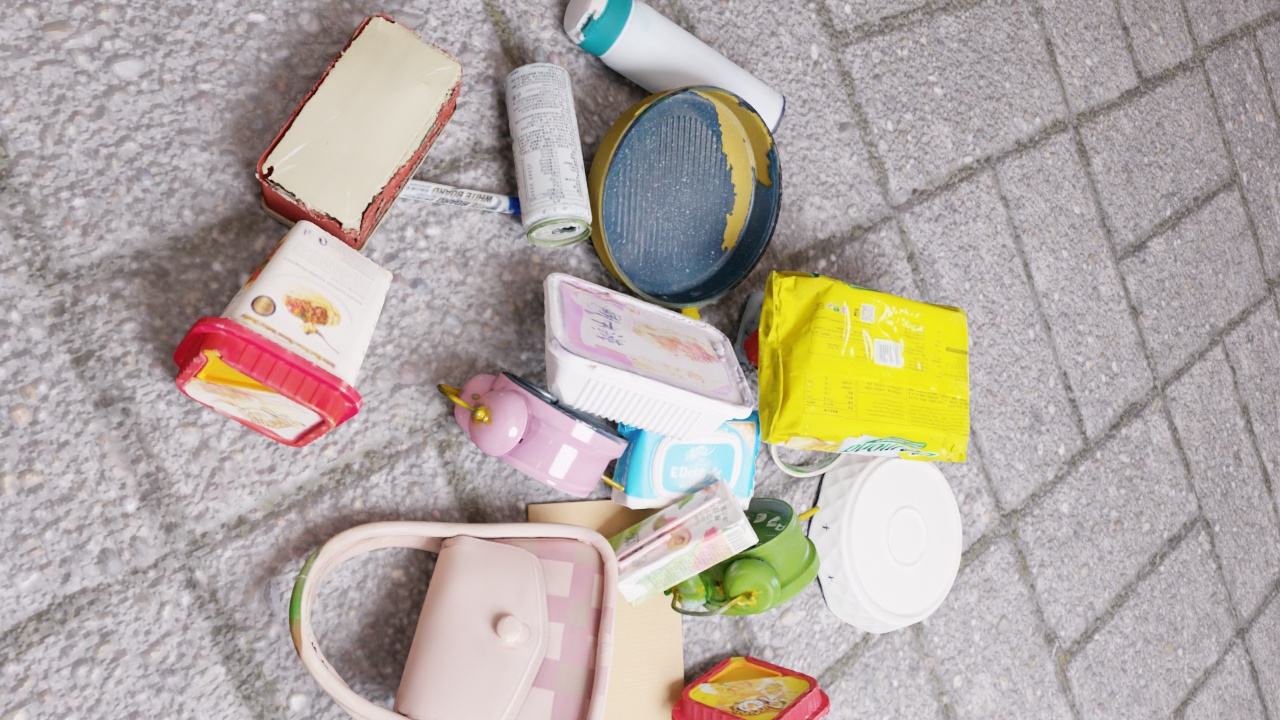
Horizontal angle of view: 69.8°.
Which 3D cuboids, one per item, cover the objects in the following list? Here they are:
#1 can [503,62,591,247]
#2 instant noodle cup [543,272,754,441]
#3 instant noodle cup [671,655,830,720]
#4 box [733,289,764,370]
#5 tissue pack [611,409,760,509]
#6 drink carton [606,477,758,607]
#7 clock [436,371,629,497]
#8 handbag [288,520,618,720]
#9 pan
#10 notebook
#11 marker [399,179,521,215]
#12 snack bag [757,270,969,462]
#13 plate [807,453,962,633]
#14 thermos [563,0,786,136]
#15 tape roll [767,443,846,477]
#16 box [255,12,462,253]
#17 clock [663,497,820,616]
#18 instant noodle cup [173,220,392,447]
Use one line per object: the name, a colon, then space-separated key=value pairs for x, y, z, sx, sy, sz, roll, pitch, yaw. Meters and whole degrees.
can: x=-0.078 y=-0.173 z=0.775 sx=0.058 sy=0.058 sz=0.146 roll=-1 pitch=75 yaw=-32
instant noodle cup: x=-0.004 y=0.004 z=0.748 sx=0.173 sy=0.137 sz=0.060 roll=17 pitch=118 yaw=-17
instant noodle cup: x=0.100 y=0.346 z=0.812 sx=0.115 sy=0.116 sz=0.124 roll=-15 pitch=105 yaw=-48
box: x=0.188 y=0.001 z=0.939 sx=0.201 sy=0.095 sz=0.098 roll=33 pitch=34 yaw=-25
tissue pack: x=0.042 y=0.085 z=0.812 sx=0.140 sy=0.063 sz=0.090 roll=3 pitch=102 yaw=-22
drink carton: x=0.031 y=0.152 z=0.772 sx=0.122 sy=0.053 sz=0.045 roll=-28 pitch=130 yaw=4
clock: x=-0.088 y=0.053 z=0.726 sx=0.158 sy=0.117 sz=0.060 roll=30 pitch=89 yaw=-25
handbag: x=-0.136 y=0.197 z=0.668 sx=0.234 sy=0.094 sz=0.192 roll=19 pitch=45 yaw=-12
pan: x=0.049 y=-0.067 z=0.843 sx=0.197 sy=0.078 sz=0.358 roll=-10 pitch=112 yaw=-30
notebook: x=-0.029 y=0.229 z=0.805 sx=0.149 sy=0.012 sz=0.211 roll=1 pitch=84 yaw=-30
marker: x=-0.148 y=-0.136 z=0.766 sx=0.145 sy=0.017 sz=0.017 roll=4 pitch=82 yaw=-32
snack bag: x=0.211 y=0.007 z=0.839 sx=0.246 sy=0.068 sz=0.158 roll=8 pitch=79 yaw=-31
plate: x=0.268 y=0.186 z=0.975 sx=0.204 sy=0.046 sz=0.204 roll=3 pitch=84 yaw=-32
thermos: x=0.032 y=-0.279 z=0.867 sx=0.224 sy=0.073 sz=0.073 roll=24 pitch=72 yaw=-27
tape roll: x=0.170 y=0.077 z=0.915 sx=0.085 sy=0.014 sz=0.086 roll=-5 pitch=117 yaw=-10
box: x=-0.205 y=-0.171 z=0.687 sx=0.091 sy=0.077 sz=0.168 roll=30 pitch=69 yaw=-9
clock: x=0.088 y=0.179 z=0.811 sx=0.160 sy=0.116 sz=0.056 roll=-37 pitch=111 yaw=-47
instant noodle cup: x=-0.243 y=-0.020 z=0.645 sx=0.116 sy=0.117 sz=0.124 roll=33 pitch=56 yaw=-25
